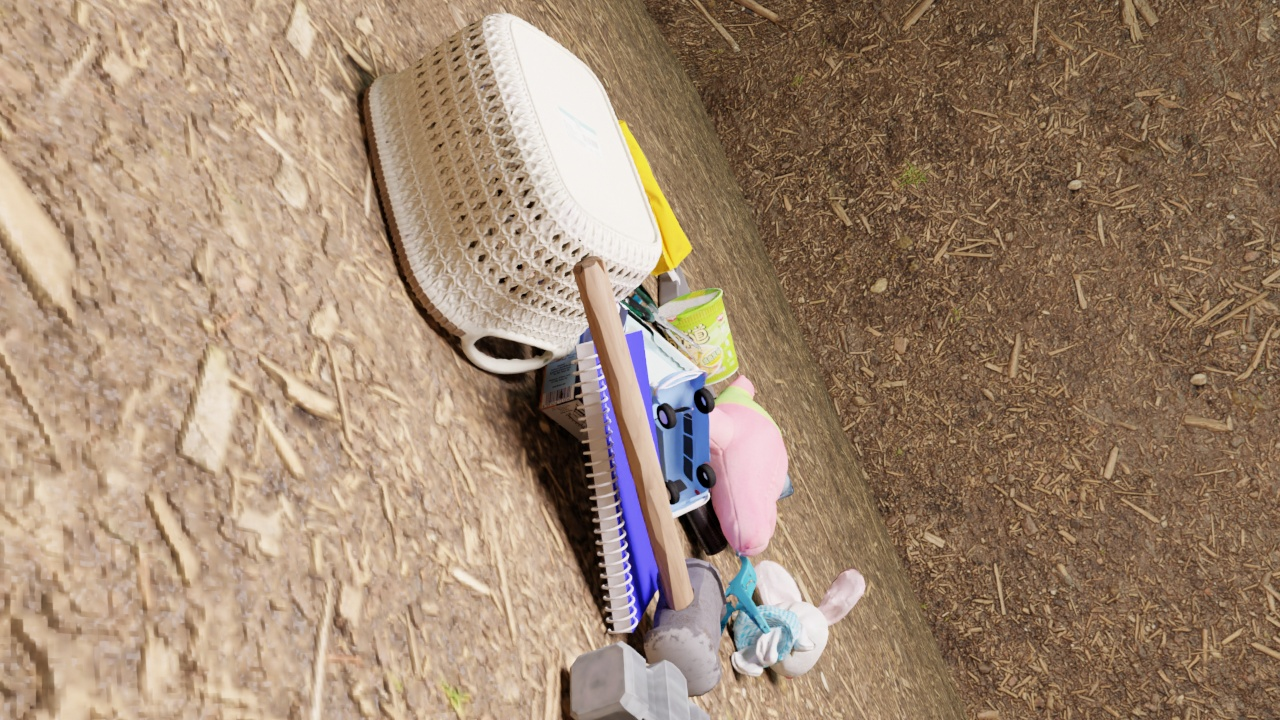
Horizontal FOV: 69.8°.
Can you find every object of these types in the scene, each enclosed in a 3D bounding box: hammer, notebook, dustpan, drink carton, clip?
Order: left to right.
[{"bbox_3d":[-0.046,-0.004,0.772,0.064,0.040,0.129,46,37,-44],"label":"drink carton"},{"bbox_3d":[-0.010,0.085,0.724,0.171,0.022,0.209,-24,107,-76],"label":"notebook"},{"bbox_3d":[0.005,0.084,0.645,0.097,0.052,0.329,-70,148,-66],"label":"hammer"},{"bbox_3d":[0.011,0.318,0.493,0.117,0.051,0.322,52,22,-38],"label":"hammer"},{"bbox_3d":[0.055,-0.086,1.329,0.258,0.033,0.163,57,16,-25],"label":"dustpan"},{"bbox_3d":[0.098,0.219,0.865,0.028,0.113,0.126,63,2,-15],"label":"clip"}]

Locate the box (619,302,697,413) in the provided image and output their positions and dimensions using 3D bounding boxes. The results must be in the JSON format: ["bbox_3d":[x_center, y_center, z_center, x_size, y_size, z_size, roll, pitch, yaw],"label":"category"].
[{"bbox_3d":[-0.002,0.002,0.920,0.197,0.075,0.125,37,50,-58],"label":"box"}]

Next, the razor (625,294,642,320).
[{"bbox_3d":[-0.008,-0.068,1.115,0.042,0.022,0.143,43,12,-4],"label":"razor"}]

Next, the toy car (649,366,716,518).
[{"bbox_3d":[0.035,0.075,0.860,0.055,0.056,0.153,34,-44,49],"label":"toy car"}]

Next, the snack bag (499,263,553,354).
[{"bbox_3d":[-0.073,-0.021,0.813,0.155,0.018,0.074,61,17,-16],"label":"snack bag"}]

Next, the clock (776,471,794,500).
[{"bbox_3d":[0.140,0.151,1.120,0.129,0.090,0.052,18,53,-74],"label":"clock"}]

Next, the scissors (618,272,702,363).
[{"bbox_3d":[-0.008,-0.076,1.050,0.201,0.015,0.204,34,15,-36],"label":"scissors"}]

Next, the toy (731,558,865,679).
[{"bbox_3d":[0.154,0.287,0.950,0.205,0.131,0.105,-17,102,-63],"label":"toy"}]

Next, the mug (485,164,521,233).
[{"bbox_3d":[-0.087,-0.137,0.849,0.105,0.073,0.089,69,16,16],"label":"mug"}]

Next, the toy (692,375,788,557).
[{"bbox_3d":[0.107,0.120,0.967,0.192,0.097,0.236,58,21,-26],"label":"toy"}]

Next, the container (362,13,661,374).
[{"bbox_3d":[-0.092,-0.130,0.686,0.184,0.143,0.246,15,49,-55],"label":"container"}]

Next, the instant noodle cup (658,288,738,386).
[{"bbox_3d":[0.080,-0.028,1.218,0.098,0.099,0.108,-74,144,-68],"label":"instant noodle cup"}]

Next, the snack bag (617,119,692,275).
[{"bbox_3d":[-0.034,-0.177,0.992,0.159,0.068,0.247,62,-7,-19],"label":"snack bag"}]

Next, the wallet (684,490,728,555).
[{"bbox_3d":[0.059,0.147,0.974,0.099,0.031,0.120,63,9,-2],"label":"wallet"}]
